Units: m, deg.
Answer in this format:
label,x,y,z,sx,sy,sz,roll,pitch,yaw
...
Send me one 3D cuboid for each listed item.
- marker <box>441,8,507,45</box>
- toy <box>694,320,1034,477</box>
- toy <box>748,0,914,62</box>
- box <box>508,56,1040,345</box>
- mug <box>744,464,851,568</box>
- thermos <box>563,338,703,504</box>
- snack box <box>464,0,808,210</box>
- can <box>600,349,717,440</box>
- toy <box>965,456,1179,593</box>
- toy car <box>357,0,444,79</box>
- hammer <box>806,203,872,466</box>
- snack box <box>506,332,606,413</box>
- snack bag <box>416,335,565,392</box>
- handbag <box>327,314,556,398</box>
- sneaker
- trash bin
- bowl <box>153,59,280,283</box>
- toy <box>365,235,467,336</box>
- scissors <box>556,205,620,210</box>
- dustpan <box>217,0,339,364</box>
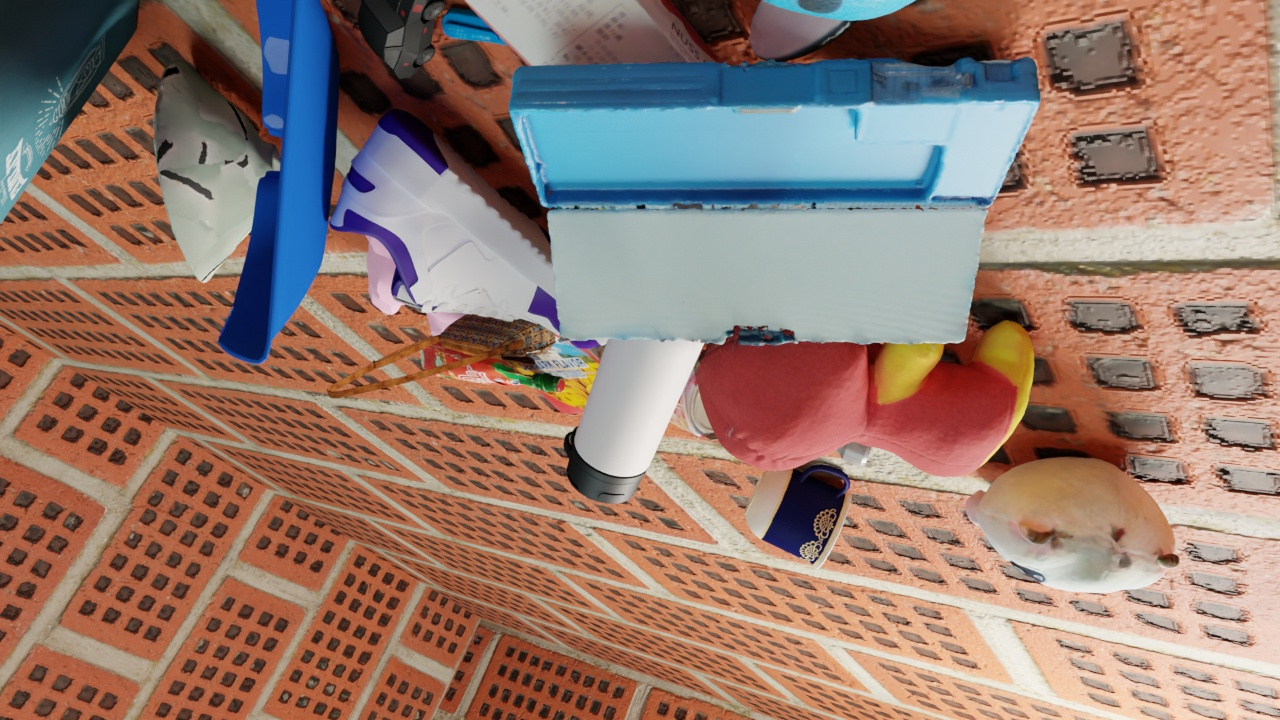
label,x,y,z,sx,sy,sz,roll,pitch,yaw
marker,-0.063,-0.190,0.538,0.123,0.015,0.018,15,150,18
toy,0.143,0.022,0.612,0.216,0.098,0.148,5,141,-7
toy,0.040,-0.193,0.346,0.191,0.099,0.224,28,-177,-2
box,0.065,-0.086,0.493,0.243,0.060,0.176,1,138,6
mug,0.162,0.145,0.940,0.089,0.085,0.112,25,121,7
thermos,-0.004,0.004,0.703,0.068,0.101,0.230,7,124,-22
snack box,-0.013,-0.166,0.492,0.077,0.044,0.273,-24,130,35
can,0.026,0.016,0.771,0.124,0.066,0.066,23,162,48
toy,0.329,0.127,0.728,0.139,0.101,0.179,11,175,1
toy car,-0.145,-0.205,0.542,0.042,0.036,0.092,53,154,3
hammer,0.131,-0.011,0.699,0.139,0.035,0.313,21,155,14
snack box,-0.070,-0.005,0.878,0.143,0.040,0.145,-4,139,49
snack bag,-0.138,0.007,0.879,0.155,0.044,0.087,12,171,27
handbag,-0.160,0.002,0.744,0.094,0.195,0.043,11,116,42
sneaker,-0.127,-0.068,0.699,0.244,0.111,0.091,41,-168,-25
trash bin,-0.473,-0.220,0.615,0.199,0.218,0.197,35,154,-21
bowl,-0.326,-0.150,0.735,0.068,0.174,0.174,-4,158,-11
toy,-0.193,-0.085,0.814,0.123,0.067,0.158,25,152,-4
scissors,-0.020,-0.085,0.628,0.131,0.012,0.108,63,143,15
dustpan,-0.247,-0.144,0.650,0.059,0.246,0.257,7,-170,-8
